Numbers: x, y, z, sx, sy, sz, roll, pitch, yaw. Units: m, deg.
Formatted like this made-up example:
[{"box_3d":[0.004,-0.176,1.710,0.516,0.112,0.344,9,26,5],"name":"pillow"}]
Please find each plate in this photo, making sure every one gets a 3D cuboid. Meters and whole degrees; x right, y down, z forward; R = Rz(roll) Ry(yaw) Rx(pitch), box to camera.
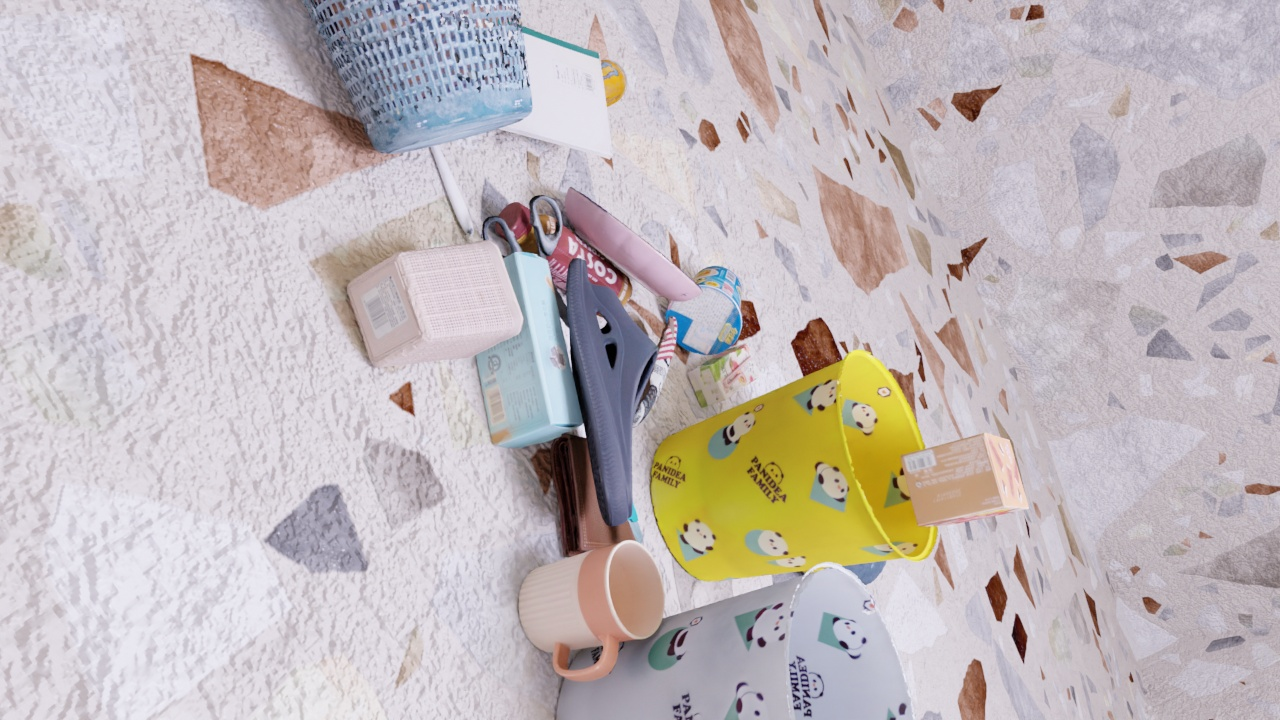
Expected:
[{"box_3d":[-0.015,-0.123,1.046,0.192,0.039,0.192,38,3,-3],"name":"plate"}]

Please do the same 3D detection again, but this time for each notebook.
[{"box_3d":[-0.127,-0.314,1.027,0.208,0.012,0.150,8,64,-33],"name":"notebook"}]

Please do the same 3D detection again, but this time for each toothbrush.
[{"box_3d":[-0.200,-0.210,0.915,0.016,0.016,0.180,-21,90,-53],"name":"toothbrush"}]

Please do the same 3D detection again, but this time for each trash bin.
[{"box_3d":[0.078,0.314,0.800,0.229,0.253,0.229,32,47,-43],"name":"trash bin"},{"box_3d":[-0.194,-0.296,0.820,0.225,0.227,0.195,-35,115,-57],"name":"trash bin"},{"box_3d":[0.166,0.135,1.033,0.229,0.256,0.229,33,47,-43],"name":"trash bin"}]

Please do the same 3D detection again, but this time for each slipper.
[{"box_3d":[-0.021,0.025,0.887,0.111,0.083,0.267,100,-19,-65],"name":"slipper"}]

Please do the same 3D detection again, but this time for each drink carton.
[{"box_3d":[0.114,0.018,1.225,0.122,0.046,0.053,-27,96,-58],"name":"drink carton"}]

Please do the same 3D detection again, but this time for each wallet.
[{"box_3d":[-0.046,0.137,0.931,0.101,0.032,0.124,17,58,-55],"name":"wallet"}]

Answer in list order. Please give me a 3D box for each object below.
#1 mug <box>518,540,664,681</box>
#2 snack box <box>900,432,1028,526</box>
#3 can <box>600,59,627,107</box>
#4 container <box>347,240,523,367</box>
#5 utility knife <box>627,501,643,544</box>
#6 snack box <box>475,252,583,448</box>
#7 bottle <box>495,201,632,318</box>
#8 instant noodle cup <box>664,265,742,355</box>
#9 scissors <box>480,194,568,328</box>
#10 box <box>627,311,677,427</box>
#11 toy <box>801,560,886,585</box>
[{"box_3d":[-0.046,0.224,0.805,0.081,0.106,0.114,42,41,-35],"name":"mug"},{"box_3d":[0.343,0.129,0.969,0.094,0.093,0.077,14,61,-52],"name":"snack box"},{"box_3d":[-0.069,-0.336,1.149,0.058,0.058,0.145,60,33,-14],"name":"can"},{"box_3d":[-0.178,-0.047,0.787,0.110,0.090,0.090,-14,84,-55],"name":"container"},{"box_3d":[-0.030,0.105,0.925,0.029,0.013,0.174,15,48,-59],"name":"utility knife"},{"box_3d":[-0.113,-0.009,0.872,0.051,0.074,0.174,6,67,-56],"name":"snack box"},{"box_3d":[-0.082,-0.109,0.993,0.175,0.058,0.057,35,45,-42],"name":"bottle"},{"box_3d":[0.092,-0.075,1.211,0.099,0.099,0.109,58,26,-16],"name":"instant noodle cup"},{"box_3d":[-0.097,-0.087,0.941,0.165,0.014,0.163,23,95,-29],"name":"scissors"},{"box_3d":[-0.012,0.006,1.042,0.086,0.076,0.162,18,45,-2],"name":"box"},{"box_3d":[0.292,0.260,1.323,0.138,0.092,0.355,48,25,20],"name":"toy"}]
